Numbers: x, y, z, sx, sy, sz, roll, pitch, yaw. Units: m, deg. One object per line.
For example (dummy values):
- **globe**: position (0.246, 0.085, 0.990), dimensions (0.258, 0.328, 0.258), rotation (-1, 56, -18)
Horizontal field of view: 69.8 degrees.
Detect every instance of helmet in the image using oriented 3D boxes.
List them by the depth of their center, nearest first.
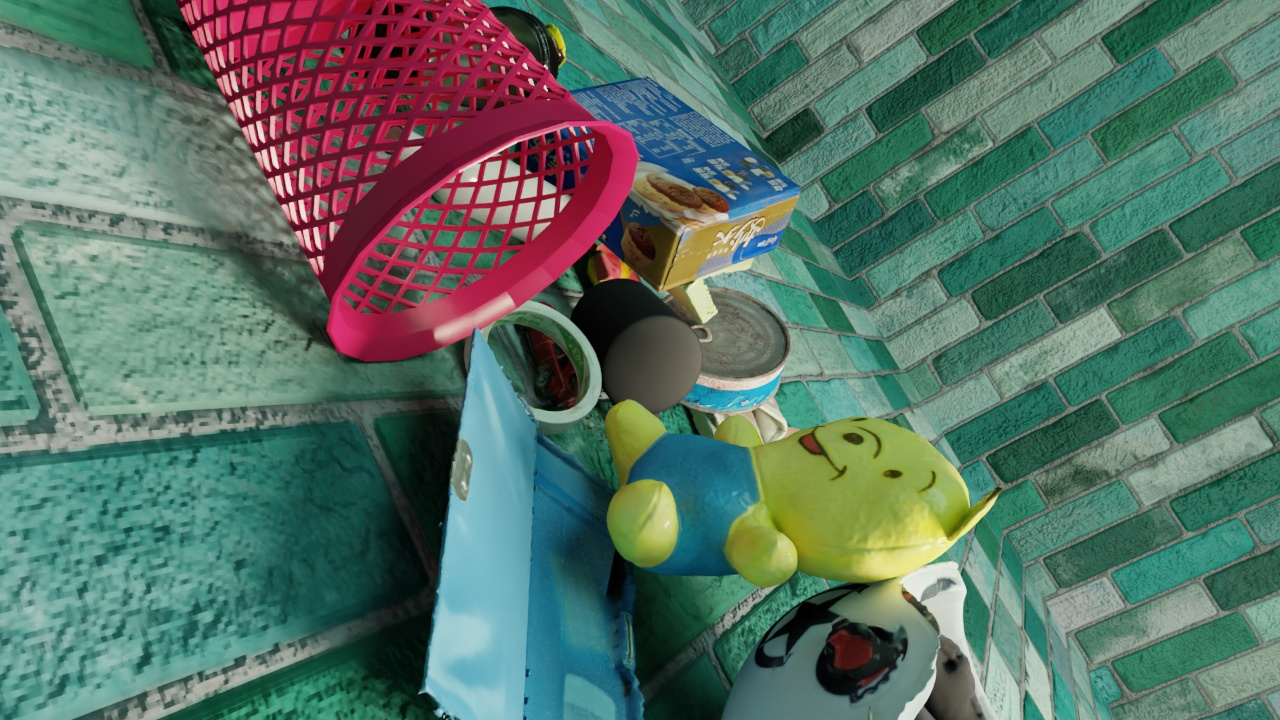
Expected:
- **helmet**: position (0.122, 0.249, 0.512), dimensions (0.236, 0.164, 0.263), rotation (66, 26, -13)

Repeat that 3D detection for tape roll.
- **tape roll**: position (-0.069, 0.004, 0.597), dimensions (0.093, 0.018, 0.093), rotation (22, 47, -25)

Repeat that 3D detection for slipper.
- **slipper**: position (0.095, 0.058, 0.883), dimensions (0.114, 0.054, 0.272), rotation (22, 40, -46)

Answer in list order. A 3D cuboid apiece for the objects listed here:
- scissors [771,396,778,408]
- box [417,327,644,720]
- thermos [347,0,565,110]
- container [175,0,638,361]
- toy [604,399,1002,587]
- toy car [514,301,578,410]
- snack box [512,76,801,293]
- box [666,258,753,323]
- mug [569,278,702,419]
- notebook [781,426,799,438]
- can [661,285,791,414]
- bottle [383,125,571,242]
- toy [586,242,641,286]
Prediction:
- **scissors**: position (0.095, 0.028, 0.981), dimensions (0.170, 0.013, 0.172), rotation (37, 32, -30)
- **box**: position (-0.057, 0.113, 0.471), dimensions (0.177, 0.048, 0.231), rotation (54, 18, -33)
- **thermos**: position (-0.141, -0.250, 0.752), dimensions (0.098, 0.098, 0.220), rotation (58, 23, 1)
- **container**: position (-0.141, -0.144, 0.496), dimensions (0.225, 0.183, 0.183), rotation (54, 19, 12)
- **toy**: position (0.085, 0.081, 0.542), dimensions (0.148, 0.214, 0.084), rotation (-91, 179, -66)
- **toy car**: position (-0.060, -0.004, 0.660), dimensions (0.042, 0.036, 0.091), rotation (29, 28, -52)
- **snack box**: position (0.011, -0.161, 0.800), dimensions (0.154, 0.069, 0.203), rotation (-24, 55, -39)
- **box**: position (0.007, -0.118, 0.846), dimensions (0.188, 0.091, 0.077), rotation (47, 17, 30)
- **mug**: position (-0.004, 0.004, 0.700), dimensions (0.088, 0.078, 0.114), rotation (-131, -146, -60)
- **notebook**: position (0.180, 0.136, 1.051), dimensions (0.209, 0.008, 0.141), rotation (15, 46, -62)
- **can**: position (0.071, -0.012, 0.846), dimensions (0.130, 0.044, 0.129), rotation (6, 42, -6)
- **bottle**: position (-0.117, -0.130, 0.684), dimensions (0.195, 0.053, 0.052), rotation (17, 44, -61)
- **toy**: position (-0.020, -0.067, 0.838), dimensions (0.084, 0.046, 0.103), rotation (53, 20, -55)
